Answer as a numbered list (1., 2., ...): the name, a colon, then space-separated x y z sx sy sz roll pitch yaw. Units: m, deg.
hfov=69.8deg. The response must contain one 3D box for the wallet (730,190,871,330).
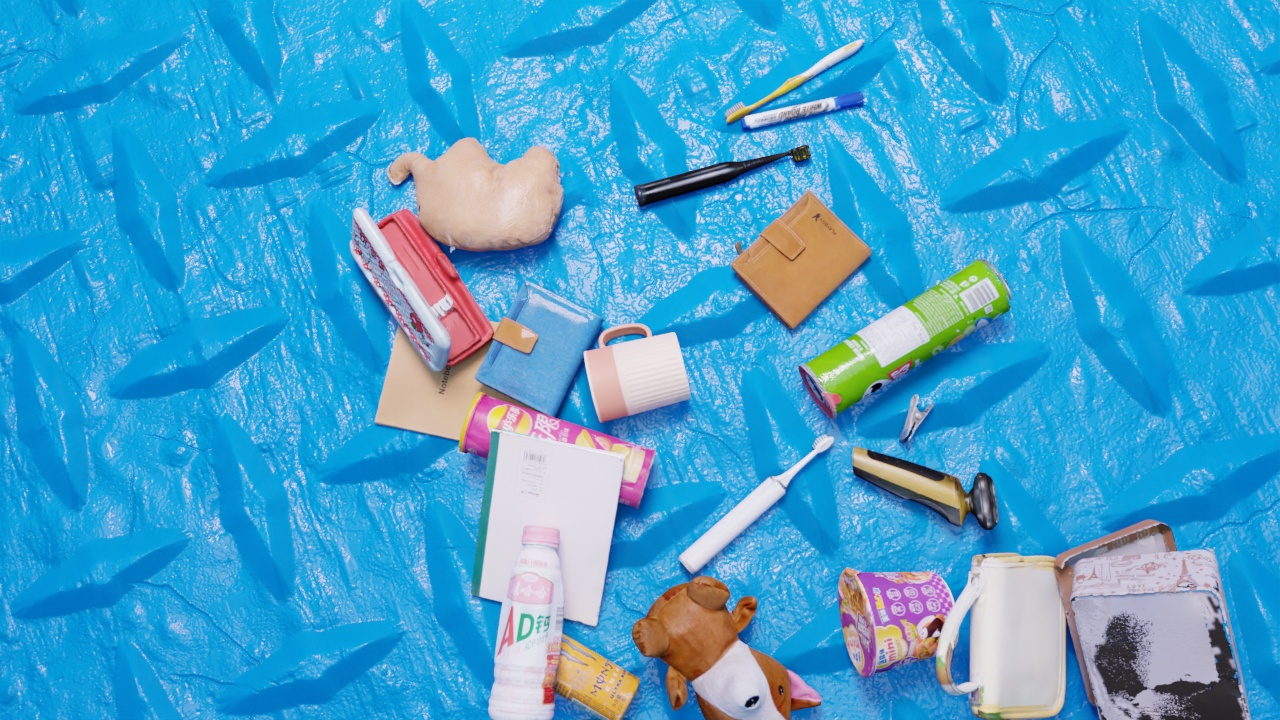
1. wallet: 0.181 -0.121 1.065 0.130 0.035 0.119 -44 87 -3

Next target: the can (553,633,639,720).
1. can: -0.075 0.340 1.006 0.146 0.058 0.058 28 85 7

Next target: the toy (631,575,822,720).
1. toy: 0.091 0.326 0.971 0.140 0.130 0.199 -37 91 -7

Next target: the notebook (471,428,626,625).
1. notebook: -0.104 0.185 1.010 0.150 0.012 0.209 12 108 5

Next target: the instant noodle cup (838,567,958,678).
1. instant noodle cup: 0.273 0.272 0.970 0.099 0.111 0.111 -6 82 -4

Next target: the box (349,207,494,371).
1. box: -0.260 -0.089 1.050 0.095 0.099 0.201 -35 78 -4

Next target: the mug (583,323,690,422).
1. mug: -0.006 0.006 1.042 0.106 0.082 0.114 -13 52 0

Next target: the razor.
1. razor: 0.313 0.134 1.010 0.167 0.062 0.068 20 116 12

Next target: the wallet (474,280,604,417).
1. wallet: -0.117 -0.014 1.060 0.106 0.040 0.133 27 85 2

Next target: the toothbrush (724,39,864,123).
1. toothbrush: 0.184 -0.337 1.101 0.191 0.016 0.018 -30 73 0

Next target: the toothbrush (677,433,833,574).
1. toothbrush: 0.133 0.158 1.031 0.221 0.026 0.027 -41 120 -2

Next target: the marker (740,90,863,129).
1. marker: 0.192 -0.298 1.093 0.146 0.017 0.017 -12 82 3

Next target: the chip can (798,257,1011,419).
1. chip can: 0.294 -0.024 1.021 0.236 0.072 0.072 -31 81 -1

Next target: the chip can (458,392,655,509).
1. chip can: -0.092 0.101 1.026 0.210 0.071 0.071 18 84 2

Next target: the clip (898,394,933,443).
1. clip: 0.306 0.066 1.033 0.028 0.024 0.056 28 82 4

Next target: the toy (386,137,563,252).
1. toy: -0.203 -0.195 1.081 0.226 0.082 0.143 8 67 7

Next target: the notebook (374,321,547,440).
1. notebook: -0.198 0.023 1.083 0.208 0.008 0.147 11 83 5

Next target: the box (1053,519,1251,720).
1. box: 0.516 0.272 0.931 0.151 0.167 0.182 -12 102 33

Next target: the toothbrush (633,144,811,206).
1. toothbrush: 0.097 -0.221 1.086 0.212 0.026 0.027 -14 69 2

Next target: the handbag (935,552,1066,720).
1. handbag: 0.359 0.280 0.939 0.178 0.063 0.163 9 80 -33

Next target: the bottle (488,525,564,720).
1. bottle: -0.115 0.274 0.959 0.068 0.068 0.196 3 74 4
